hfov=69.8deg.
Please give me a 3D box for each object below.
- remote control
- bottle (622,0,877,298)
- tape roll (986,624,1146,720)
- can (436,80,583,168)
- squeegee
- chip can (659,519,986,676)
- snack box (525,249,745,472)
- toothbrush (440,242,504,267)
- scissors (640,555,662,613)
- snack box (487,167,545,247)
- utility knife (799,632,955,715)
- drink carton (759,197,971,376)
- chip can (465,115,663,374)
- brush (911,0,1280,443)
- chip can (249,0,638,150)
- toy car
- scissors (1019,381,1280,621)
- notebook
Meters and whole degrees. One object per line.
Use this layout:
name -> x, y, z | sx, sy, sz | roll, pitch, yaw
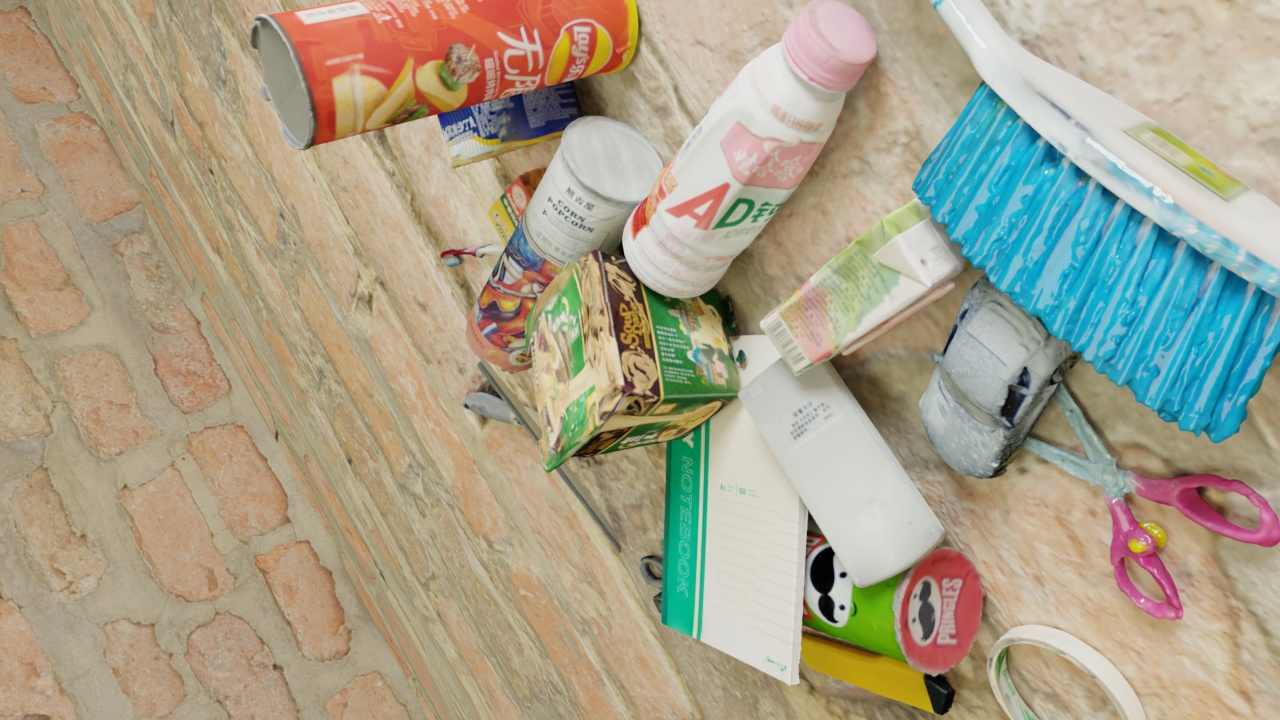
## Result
remote control -> 0.110, 0.057, 0.513 | 0.056, 0.019, 0.135 | -40, 65, 20
bottle -> 0.055, -0.107, 0.495 | 0.068, 0.068, 0.197 | 57, 146, 10
tape roll -> 0.232, 0.186, 0.504 | 0.086, 0.013, 0.086 | 38, 142, 37
can -> -0.097, -0.175, 0.663 | 0.148, 0.074, 0.049 | 6, 116, 56
squeegee -> -0.127, 0.063, 0.945 | 0.247, 0.039, 0.246 | 20, 147, 58
chip can -> 0.106, 0.138, 0.606 | 0.236, 0.072, 0.072 | 1, 115, 58
snack box -> -0.004, 0.004, 0.603 | 0.118, 0.105, 0.118 | -43, 50, 51
toothbrush -> -0.150, -0.100, 0.869 | 0.188, 0.016, 0.017 | 5, 126, 56
scissors -> 0.049, 0.204, 0.802 | 0.141, 0.014, 0.174 | 51, 151, 22
snack box -> -0.068, -0.071, 0.751 | 0.077, 0.027, 0.156 | -26, 92, 59
utility knife -> 0.148, 0.215, 0.657 | 0.197, 0.015, 0.033 | -6, 101, 61
drink carton -> 0.116, -0.036, 0.465 | 0.045, 0.053, 0.123 | 57, 151, 6
chip can -> -0.062, -0.074, 0.659 | 0.071, 0.071, 0.215 | 55, 140, 13
brush -> 0.139, -0.112, 0.373 | 0.314, 0.060, 0.110 | 49, 143, 27
chip can -> -0.103, -0.180, 0.525 | 0.073, 0.216, 0.073 | 33, 136, 39
toy car -> 0.165, 0.010, 0.437 | 0.054, 0.036, 0.121 | 50, 152, 34
scissors -> 0.221, 0.056, 0.414 | 0.133, 0.017, 0.124 | 63, 154, 6
notebook -> 0.059, 0.087, 0.606 | 0.151, 0.012, 0.209 | 0, 87, 59
